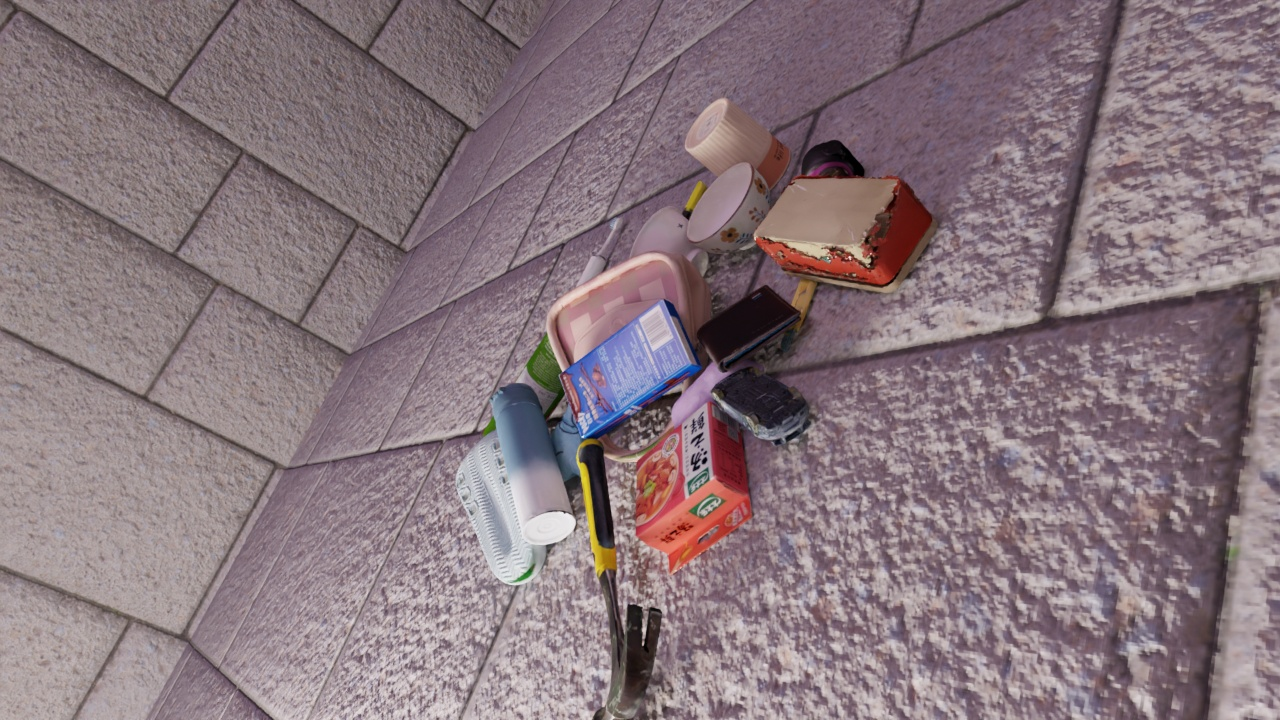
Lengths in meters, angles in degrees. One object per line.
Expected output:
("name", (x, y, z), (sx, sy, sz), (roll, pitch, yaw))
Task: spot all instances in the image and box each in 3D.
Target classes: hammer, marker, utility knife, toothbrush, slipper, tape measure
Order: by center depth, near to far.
("hammer", (-0.032, 0.189, 0.881), (0.322, 0.032, 0.126), (-103, 30, -53))
("utility knife", (0.173, -0.079, 0.930), (0.031, 0.019, 0.172), (-21, 47, 61))
("tape measure", (0.199, -0.199, 0.967), (0.058, 0.057, 0.039), (-28, 37, 32))
("slipper", (-0.165, 0.183, 1.169), (0.104, 0.074, 0.245), (-48, 41, 16))
("marker", (0.061, -0.192, 1.271), (0.124, 0.015, 0.018), (-64, 24, -8))
("toothbrush", (-0.077, -0.135, 1.439), (0.026, 0.027, 0.220), (13, 70, 35))

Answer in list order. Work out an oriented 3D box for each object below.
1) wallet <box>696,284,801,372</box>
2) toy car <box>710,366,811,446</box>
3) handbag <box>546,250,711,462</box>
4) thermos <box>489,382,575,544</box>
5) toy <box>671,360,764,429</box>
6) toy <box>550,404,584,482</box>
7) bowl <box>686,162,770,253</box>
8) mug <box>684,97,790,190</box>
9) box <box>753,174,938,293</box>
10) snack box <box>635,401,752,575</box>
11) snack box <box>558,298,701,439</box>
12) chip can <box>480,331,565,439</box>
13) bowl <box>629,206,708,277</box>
("wallet", (0.108, -0.034, 0.938), (0.096, 0.020, 0.122), (-36, 18, 4))
("toy car", (0.111, 0.041, 0.852), (0.054, 0.037, 0.120), (-31, 27, -11))
("handbag", (-0.006, 0.006, 1.048), (0.194, 0.093, 0.233), (-24, 59, 29))
("thermos", (-0.134, 0.118, 1.121), (0.070, 0.070, 0.220), (-45, 43, 24))
("toy", (0.071, 0.032, 0.944), (0.108, 0.039, 0.084), (-50, 27, 2))
("toy", (-0.064, 0.066, 1.147), (0.157, 0.049, 0.161), (-43, 38, 25))
("bowl", (0.113, -0.170, 1.085), (0.114, 0.062, 0.113), (-42, 27, 27))
("mug", (0.116, -0.267, 1.144), (0.082, 0.106, 0.114), (-49, 26, 16))
("box", (0.182, -0.126, 0.864), (0.091, 0.079, 0.168), (-55, 28, -7))
("snack box", (0.047, 0.120, 0.877), (0.113, 0.044, 0.126), (-43, 28, 29))
("snack box", (-0.014, 0.012, 0.995), (0.157, 0.026, 0.084), (-35, 61, 24))
("chip can", (-0.132, 0.033, 1.243), (0.237, 0.072, 0.072), (-55, 23, 26))
("bowl", (0.045, -0.124, 1.138), (0.065, 0.118, 0.118), (28, 84, 26))
